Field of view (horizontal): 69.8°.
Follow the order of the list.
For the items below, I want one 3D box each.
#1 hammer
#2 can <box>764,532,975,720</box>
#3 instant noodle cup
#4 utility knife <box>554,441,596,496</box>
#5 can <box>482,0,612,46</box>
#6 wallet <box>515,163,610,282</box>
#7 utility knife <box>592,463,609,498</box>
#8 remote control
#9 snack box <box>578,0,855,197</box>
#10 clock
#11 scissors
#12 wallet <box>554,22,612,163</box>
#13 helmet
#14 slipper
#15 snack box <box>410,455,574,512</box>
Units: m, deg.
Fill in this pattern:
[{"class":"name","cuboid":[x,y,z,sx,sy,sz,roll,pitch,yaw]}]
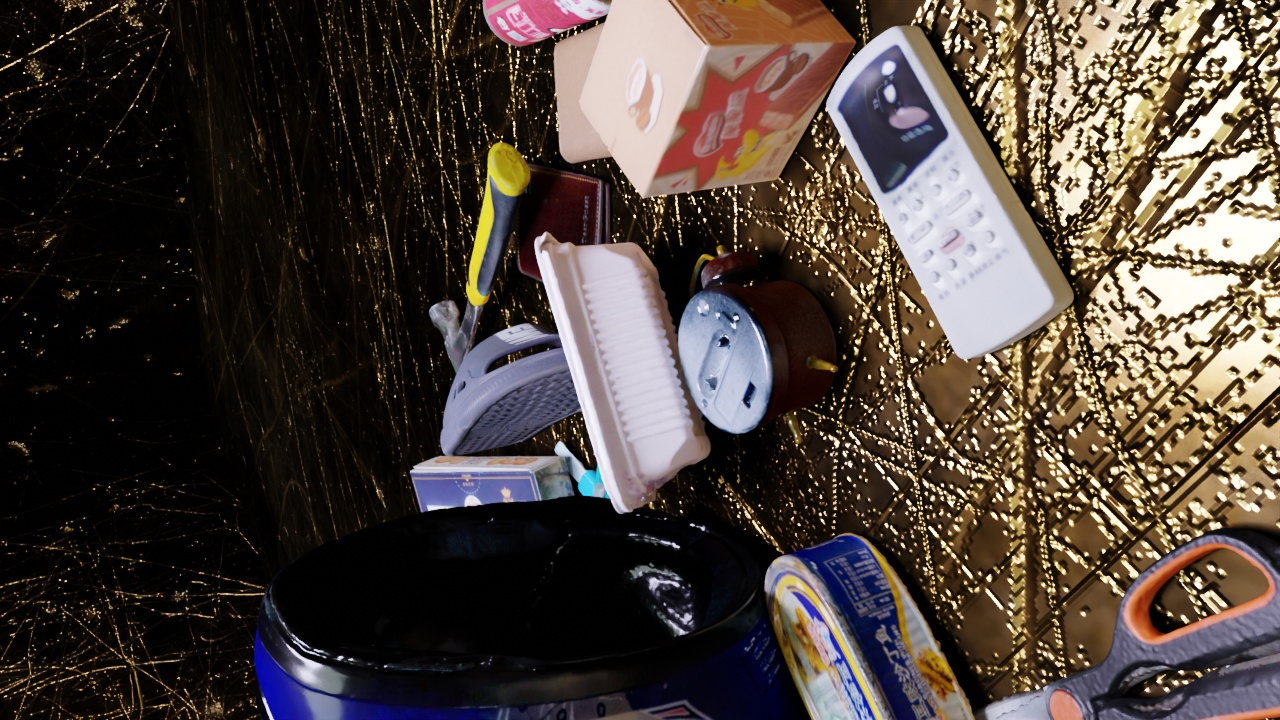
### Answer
[{"class":"hammer","cuboid":[-0.139,-0.068,0.813,0.126,0.031,0.324,63,153,18]},{"class":"can","cuboid":[0.120,0.166,0.486,0.148,0.049,0.075,66,152,25]},{"class":"instant noodle cup","cuboid":[-0.003,0.003,0.582,0.138,0.060,0.173,25,-131,-80]},{"class":"utility knife","cuboid":[-0.024,0.123,0.744,0.194,0.018,0.034,44,137,44]},{"class":"can","cuboid":[-0.055,-0.250,0.617,0.133,0.053,0.053,11,111,56]},{"class":"wallet","cuboid":[-0.061,-0.101,0.718,0.122,0.020,0.096,26,122,50]},{"class":"utility knife","cuboid":[-0.030,0.107,0.722,0.029,0.013,0.223,37,123,53]},{"class":"remote control","cuboid":[0.133,-0.076,0.412,0.058,0.021,0.150,-46,63,54]},{"class":"snack box","cuboid":[0.036,-0.147,0.470,0.077,0.094,0.093,59,145,26]},{"class":"clock","cuboid":[0.059,-0.013,0.523,0.122,0.055,0.082,53,143,35]},{"class":"scissors","cuboid":[0.197,0.134,0.401,0.235,0.021,0.143,160,105,-66]},{"class":"wallet","cuboid":[-0.022,-0.179,0.612,0.115,0.033,0.090,11,108,57]},{"class":"helmet","cuboid":[-0.062,0.228,0.551,0.247,0.315,0.240,-149,62,-61]},{"class":"slipper","cuboid":[-0.113,0.018,0.764,0.269,0.110,0.083,-37,66,61]},{"class":"snack box","cuboid":[-0.122,0.178,0.836,0.178,0.045,0.182,-6,100,42]}]
